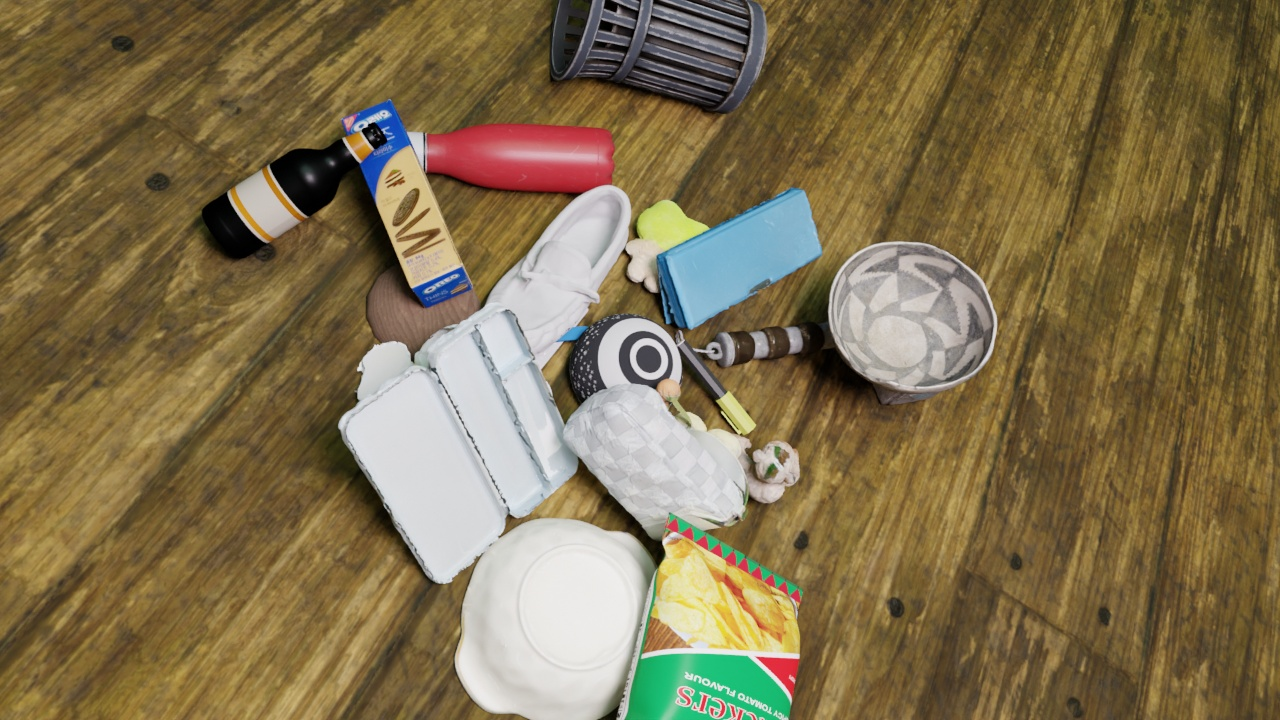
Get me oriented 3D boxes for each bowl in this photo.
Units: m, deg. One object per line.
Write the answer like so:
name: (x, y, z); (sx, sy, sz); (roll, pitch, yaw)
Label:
bowl: (-0.216, -0.056, 0.927); (0.117, 0.030, 0.117); (9, 63, -18)
bowl: (0.285, -0.036, 0.996); (0.178, 0.081, 0.178); (0, 67, -1)
bowl: (-0.006, 0.006, 0.946); (0.120, 0.066, 0.120); (7, 74, -25)
bowl: (-0.063, 0.229, 0.835); (0.218, 0.060, 0.188); (-31, 80, -31)

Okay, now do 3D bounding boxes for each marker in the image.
marker: (0.080, 0.030, 0.997); (0.021, 0.017, 0.124); (-39, 98, 3)

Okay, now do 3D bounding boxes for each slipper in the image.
slipper: (-0.079, -0.097, 0.963); (0.112, 0.075, 0.246); (20, 52, 19)

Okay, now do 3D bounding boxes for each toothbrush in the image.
toothbrush: (-0.079, -0.029, 0.963); (0.166, 0.014, 0.016); (-6, 76, -32)

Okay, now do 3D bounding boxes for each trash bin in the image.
trash bin: (0.024, -0.395, 1.114); (0.227, 0.165, 0.164); (9, 63, -22)

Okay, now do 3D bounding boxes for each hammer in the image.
hammer: (0.201, -0.026, 1.059); (0.325, 0.080, 0.176); (-8, 69, -19)

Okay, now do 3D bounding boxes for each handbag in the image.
handbag: (0.019, 0.085, 0.880); (0.171, 0.113, 0.123); (47, 49, -17)

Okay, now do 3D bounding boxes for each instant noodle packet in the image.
instant noodle packet: (0.065, 0.292, 0.822); (0.195, 0.091, 0.252); (34, 57, -31)

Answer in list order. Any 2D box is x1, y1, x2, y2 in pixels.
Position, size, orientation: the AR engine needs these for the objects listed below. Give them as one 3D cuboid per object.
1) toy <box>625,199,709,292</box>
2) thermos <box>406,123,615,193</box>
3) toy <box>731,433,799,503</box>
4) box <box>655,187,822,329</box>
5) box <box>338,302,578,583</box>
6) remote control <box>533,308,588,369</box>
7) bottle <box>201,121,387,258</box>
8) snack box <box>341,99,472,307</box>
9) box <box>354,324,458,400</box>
toy: (0.028, -0.128, 1.051); (0.092, 0.046, 0.115); (35, 65, -2)
thermos: (-0.150, -0.224, 1.009); (0.239, 0.073, 0.073); (0, 66, -14)
toy: (0.126, 0.106, 0.947); (0.085, 0.106, 0.074); (27, 79, 1)
box: (0.112, -0.120, 1.061); (0.230, 0.053, 0.093); (-30, 108, -31)
box: (-0.151, 0.076, 0.816); (0.188, 0.037, 0.209); (-39, 128, -24)
remote control: (-0.102, -0.021, 0.965); (0.033, 0.012, 0.130); (41, 58, -9)
bottle: (-0.323, -0.169, 0.875); (0.181, 0.059, 0.059); (-33, 80, -1)
snack box: (-0.232, -0.157, 0.908); (0.056, 0.057, 0.206); (-25, 74, -5)
box: (-0.188, 0.025, 0.887); (0.106, 0.151, 0.080); (41, 48, -51)
